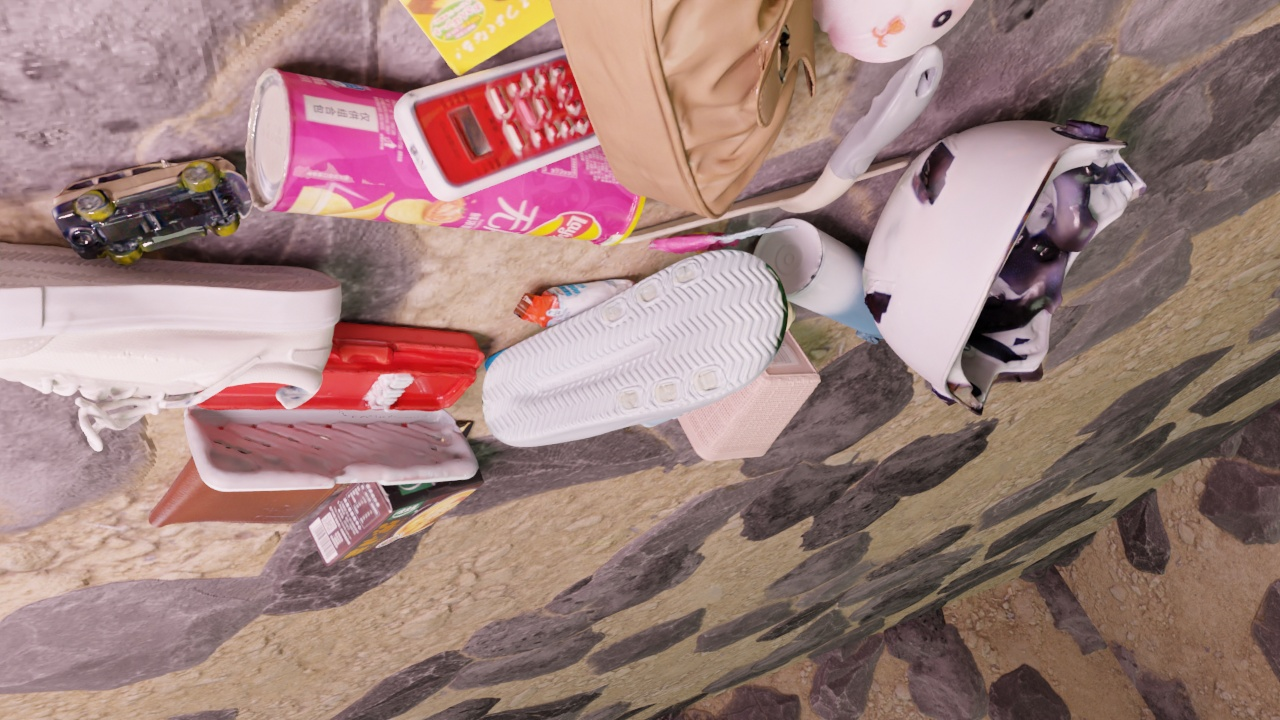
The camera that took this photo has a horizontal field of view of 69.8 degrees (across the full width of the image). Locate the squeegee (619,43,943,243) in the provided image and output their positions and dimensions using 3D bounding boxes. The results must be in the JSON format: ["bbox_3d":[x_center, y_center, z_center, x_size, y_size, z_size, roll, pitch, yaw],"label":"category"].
[{"bbox_3d":[0.124,-0.125,0.577,0.246,0.039,0.247,-17,176,-15],"label":"squeegee"}]

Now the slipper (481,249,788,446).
[{"bbox_3d":[-0.004,0.004,0.680,0.246,0.104,0.074,-21,160,18],"label":"slipper"}]

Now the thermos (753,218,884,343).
[{"bbox_3d":[0.181,-0.062,0.805,0.070,0.070,0.220,-40,148,25],"label":"thermos"}]

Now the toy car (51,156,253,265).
[{"bbox_3d":[-0.248,-0.081,0.471,0.090,0.035,0.042,-18,152,-14],"label":"toy car"}]

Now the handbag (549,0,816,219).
[{"bbox_3d":[0.035,-0.168,0.454,0.147,0.100,0.204,-59,156,-15],"label":"handbag"}]

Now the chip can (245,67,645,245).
[{"bbox_3d":[-0.100,-0.107,0.508,0.210,0.071,0.072,0,142,-37],"label":"chip can"}]

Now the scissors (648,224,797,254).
[{"bbox_3d":[0.070,-0.088,0.656,0.083,0.017,0.138,-6,-177,-38],"label":"scissors"}]

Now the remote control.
[{"bbox_3d":[-0.062,-0.128,0.481,0.135,0.056,0.020,-30,-171,-36],"label":"remote control"}]

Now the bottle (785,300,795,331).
[{"bbox_3d":[0.083,-0.038,0.780,0.149,0.066,0.067,-4,145,-46],"label":"bottle"}]

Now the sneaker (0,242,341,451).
[{"bbox_3d":[-0.280,-0.007,0.489,0.241,0.089,0.091,-1,110,-46],"label":"sneaker"}]

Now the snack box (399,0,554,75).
[{"bbox_3d":[-0.082,-0.201,0.407,0.087,0.033,0.140,-28,153,7],"label":"snack box"}]

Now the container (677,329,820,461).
[{"bbox_3d":[0.098,0.024,0.864,0.090,0.090,0.111,-1,139,-37],"label":"container"}]

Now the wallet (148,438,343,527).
[{"bbox_3d":[-0.308,0.101,0.730,0.124,0.032,0.101,11,137,-47],"label":"wallet"}]

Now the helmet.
[{"bbox_3d":[0.260,-0.089,0.719,0.258,0.146,0.229,-11,127,-47],"label":"helmet"}]

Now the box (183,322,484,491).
[{"bbox_3d":[-0.200,0.038,0.636,0.201,0.101,0.095,3,141,-42],"label":"box"}]

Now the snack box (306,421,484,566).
[{"bbox_3d":[-0.205,0.114,0.787,0.126,0.053,0.113,-38,166,31],"label":"snack box"}]

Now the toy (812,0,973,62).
[{"bbox_3d":[0.168,-0.241,0.521,0.160,0.054,0.121,-45,147,17],"label":"toy"}]

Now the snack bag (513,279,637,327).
[{"bbox_3d":[-0.043,-0.045,0.698,0.104,0.026,0.048,-11,168,-26],"label":"snack bag"}]

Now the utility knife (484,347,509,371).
[{"bbox_3d":[-0.068,0.014,0.786,0.034,0.018,0.159,-34,152,24],"label":"utility knife"}]
